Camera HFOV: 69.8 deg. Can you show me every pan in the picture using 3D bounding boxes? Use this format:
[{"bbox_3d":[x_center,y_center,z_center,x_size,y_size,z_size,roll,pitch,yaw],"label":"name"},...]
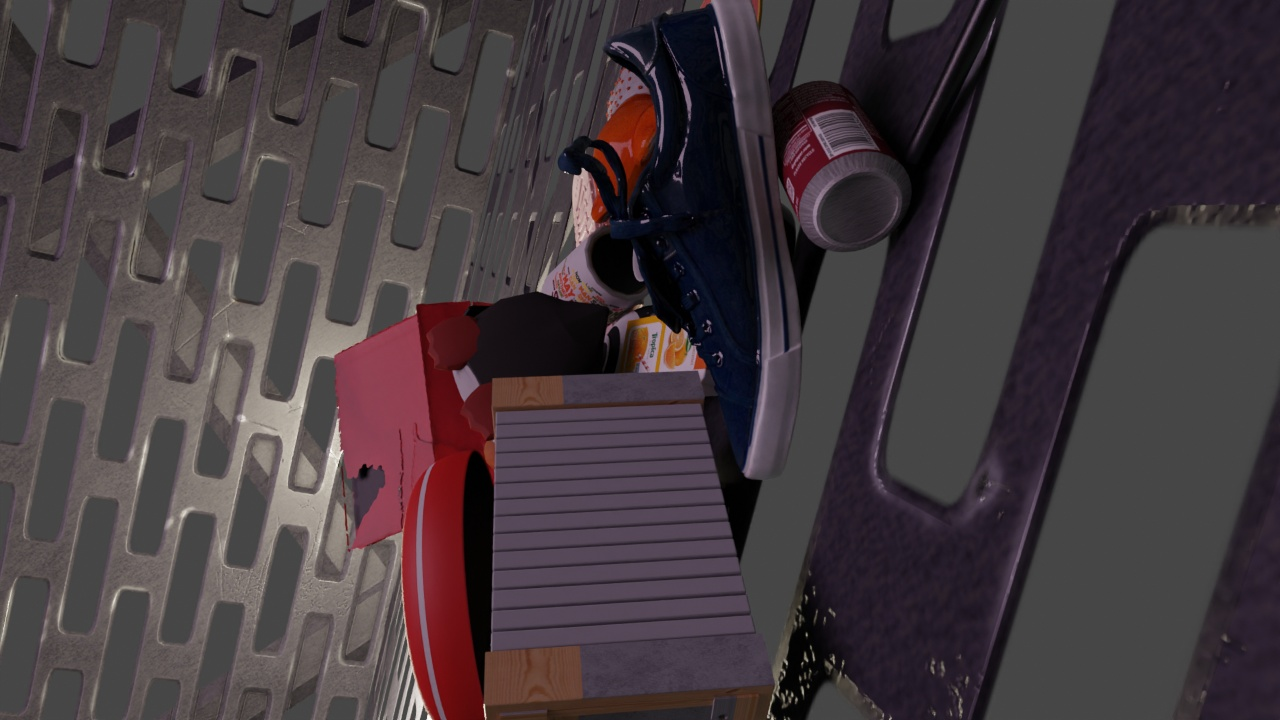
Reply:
[{"bbox_3d":[-0.114,0.235,0.704,0.208,0.067,0.357,-101,4,-62],"label":"pan"}]

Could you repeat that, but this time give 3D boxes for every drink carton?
[{"bbox_3d":[0.035,-0.004,0.706,0.123,0.040,0.058,-7,70,56],"label":"drink carton"}]

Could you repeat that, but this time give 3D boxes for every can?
[{"bbox_3d":[0.114,-0.118,0.545,0.114,0.063,0.063,-99,28,-50],"label":"can"}]

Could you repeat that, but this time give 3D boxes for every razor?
[{"bbox_3d":[0.171,-0.164,0.467,0.042,0.022,0.145,-99,27,-52],"label":"razor"}]

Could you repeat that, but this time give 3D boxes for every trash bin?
[{"bbox_3d":[-0.020,0.142,0.584,0.246,0.142,0.143,-100,10,-51],"label":"trash bin"}]

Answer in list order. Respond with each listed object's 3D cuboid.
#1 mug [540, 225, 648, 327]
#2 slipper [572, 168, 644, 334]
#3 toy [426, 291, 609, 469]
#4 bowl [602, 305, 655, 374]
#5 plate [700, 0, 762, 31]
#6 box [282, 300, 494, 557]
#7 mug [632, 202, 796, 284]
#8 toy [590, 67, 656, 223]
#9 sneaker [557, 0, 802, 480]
[{"bbox_3d":[-0.035,-0.084,0.854,0.090,0.073,0.105,-34,34,52],"label":"mug"},{"bbox_3d":[-0.028,-0.106,0.979,0.094,0.064,0.239,128,137,-61],"label":"slipper"},{"bbox_3d":[-0.079,0.033,0.785,0.159,0.140,0.184,55,167,28],"label":"toy"},{"bbox_3d":[-0.005,0.005,0.822,0.120,0.066,0.120,-168,91,-73],"label":"bowl"},{"bbox_3d":[0.066,-0.252,0.857,0.230,0.021,0.230,-168,91,-73],"label":"plate"},{"bbox_3d":[-0.188,0.055,0.890,0.121,0.318,0.210,113,148,-64],"label":"box"},{"bbox_3d":[0.050,-0.095,0.674,0.121,0.094,0.085,-107,34,-58],"label":"mug"},{"bbox_3d":[0.009,-0.204,0.829,0.164,0.093,0.172,-53,17,47],"label":"toy"},{"bbox_3d":[0.027,-0.064,0.562,0.120,0.127,0.294,-96,-4,-83],"label":"sneaker"}]
